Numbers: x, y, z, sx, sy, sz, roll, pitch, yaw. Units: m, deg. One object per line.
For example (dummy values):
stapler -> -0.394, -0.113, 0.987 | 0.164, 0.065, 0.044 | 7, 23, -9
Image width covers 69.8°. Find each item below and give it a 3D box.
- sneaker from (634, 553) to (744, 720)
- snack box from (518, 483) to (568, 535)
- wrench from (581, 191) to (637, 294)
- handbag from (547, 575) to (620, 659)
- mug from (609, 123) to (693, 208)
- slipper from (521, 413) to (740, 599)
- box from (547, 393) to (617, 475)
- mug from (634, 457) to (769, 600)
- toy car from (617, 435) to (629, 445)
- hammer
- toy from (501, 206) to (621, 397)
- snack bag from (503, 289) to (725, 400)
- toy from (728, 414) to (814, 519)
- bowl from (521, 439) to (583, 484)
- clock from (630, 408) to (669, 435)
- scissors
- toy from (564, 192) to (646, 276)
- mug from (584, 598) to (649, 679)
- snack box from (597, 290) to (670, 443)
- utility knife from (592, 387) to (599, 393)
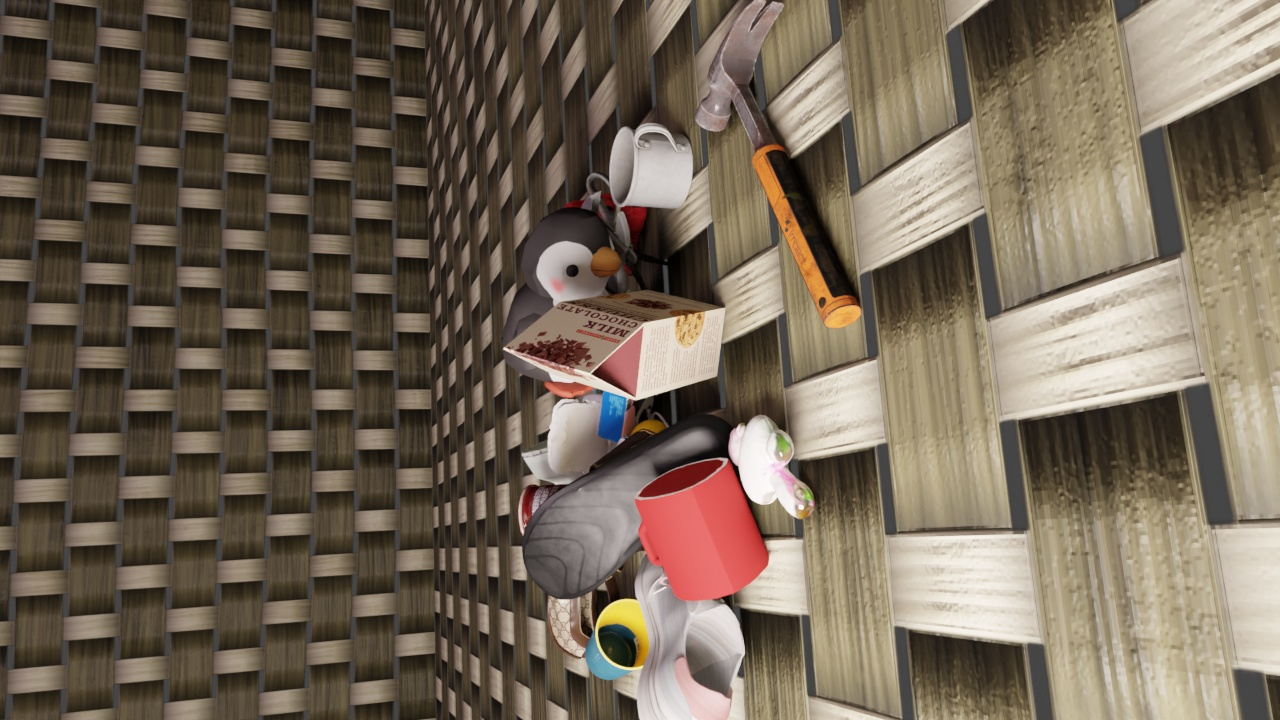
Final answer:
sneaker -> 0.053, 0.241, 0.841 | 0.090, 0.099, 0.235 | -40, 24, 22
snack box -> -0.072, 0.175, 1.061 | 0.072, 0.121, 0.072 | -7, -90, -72
wrench -> -0.032, -0.069, 1.068 | 0.083, 0.018, 0.274 | 34, 142, 33
handbag -> -0.068, 0.312, 1.224 | 0.139, 0.063, 0.166 | -1, 85, 53
mug -> 0.015, -0.211, 0.972 | 0.113, 0.070, 0.084 | 130, 137, -60
slipper -> -0.010, 0.139, 0.897 | 0.268, 0.113, 0.075 | -39, 2, 20
box -> -0.061, 0.094, 1.086 | 0.152, 0.132, 0.107 | 175, 93, -71
mug -> 0.042, 0.148, 0.805 | 0.117, 0.080, 0.096 | -17, 98, 42
toy car -> -0.014, 0.123, 0.955 | 0.039, 0.027, 0.090 | -166, 69, -74
hammer -> 0.117, -0.161, 0.749 | 0.138, 0.035, 0.314 | 114, 149, -47
toy -> -0.088, -0.077, 0.991 | 0.140, 0.158, 0.184 | 20, 118, 24
snack bag -> -0.019, -0.014, 0.839 | 0.094, 0.205, 0.070 | 16, 107, 33
toy -> 0.105, 0.083, 0.769 | 0.123, 0.038, 0.079 | -154, 51, -68
bowl -> -0.094, 0.131, 1.220 | 0.118, 0.117, 0.061 | -13, 96, 69
clock -> 0.018, 0.132, 0.986 | 0.113, 0.052, 0.152 | -131, 41, -61
scissors -> -0.031, -0.138, 1.049 | 0.171, 0.012, 0.157 | 6, 117, 39
toy -> -0.048, -0.158, 1.136 | 0.133, 0.088, 0.094 | -129, 33, -61
mug -> -0.025, 0.333, 1.073 | 0.122, 0.078, 0.078 | 115, 149, -58
snack box -> -0.006, 0.006, 1.008 | 0.087, 0.033, 0.154 | -31, -47, -61
utility knife -> -0.051, -0.023, 1.227 | 0.022, 0.015, 0.141 | -89, 8, -69
